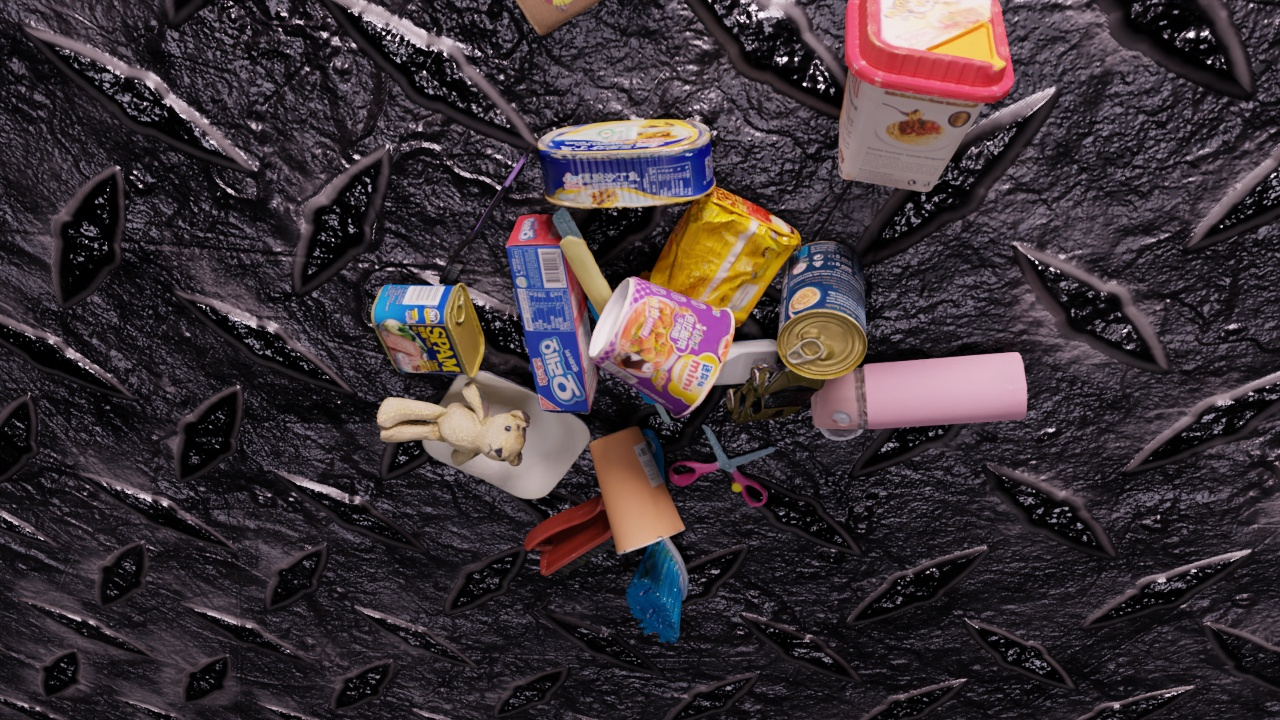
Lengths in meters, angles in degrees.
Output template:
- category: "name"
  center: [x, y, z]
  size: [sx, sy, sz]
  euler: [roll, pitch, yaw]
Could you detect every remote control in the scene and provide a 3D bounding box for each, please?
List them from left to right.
- category: "remote control"
  center: [0.075, 0.005, 0.913]
  size: [0.125, 0.024, 0.049]
  euler: [-4, 134, -13]

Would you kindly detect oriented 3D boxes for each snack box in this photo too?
- category: "snack box"
  center: [-0.083, -0.040, 0.899]
  size: [0.057, 0.058, 0.208]
  euler: [0, 130, 9]

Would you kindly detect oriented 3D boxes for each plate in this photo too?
- category: "plate"
  center: [-0.148, 0.078, 1.026]
  size: [0.163, 0.034, 0.165]
  euler: [27, 129, -14]

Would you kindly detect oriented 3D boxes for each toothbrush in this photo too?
- category: "toothbrush"
  center: [-0.144, -0.132, 0.861]
  size: [0.016, 0.014, 0.190]
  euler: [26, 129, -22]

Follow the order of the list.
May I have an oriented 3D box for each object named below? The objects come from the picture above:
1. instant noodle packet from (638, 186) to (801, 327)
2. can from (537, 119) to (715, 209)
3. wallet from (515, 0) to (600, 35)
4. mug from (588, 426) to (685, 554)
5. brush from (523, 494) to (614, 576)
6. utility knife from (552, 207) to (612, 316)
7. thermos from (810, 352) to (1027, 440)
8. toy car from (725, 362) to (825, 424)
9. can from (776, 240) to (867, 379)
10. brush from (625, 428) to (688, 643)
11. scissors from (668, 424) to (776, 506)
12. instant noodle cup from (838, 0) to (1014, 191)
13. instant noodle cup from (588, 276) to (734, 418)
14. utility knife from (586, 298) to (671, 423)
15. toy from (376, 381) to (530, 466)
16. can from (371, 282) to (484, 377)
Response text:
- category: "instant noodle packet"
  center: [0.071, -0.092, 0.839]
  size: [0.110, 0.044, 0.129]
  euler: [24, 132, -13]
- category: "can"
  center: [-0.012, -0.166, 0.770]
  size: [0.148, 0.074, 0.049]
  euler: [0, 127, 11]
- category: "wallet"
  center: [-0.053, -0.307, 0.685]
  size: [0.115, 0.033, 0.090]
  euler: [-19, 126, 28]
- category: "mug"
  center: [-0.008, 0.137, 0.986]
  size: [0.078, 0.078, 0.122]
  euler: [-23, 82, 26]
- category: "brush"
  center: [-0.073, 0.203, 1.102]
  size: [0.146, 0.063, 0.069]
  euler: [-35, 131, 31]
- category: "utility knife"
  center: [-0.042, -0.071, 0.836]
  size: [0.031, 0.019, 0.183]
  euler: [-4, 146, 21]
- category: "thermos"
  center: [0.269, 0.040, 0.903]
  size: [0.199, 0.067, 0.087]
  euler: [-7, 129, 13]
- category: "toy car"
  center: [0.131, 0.032, 0.892]
  size: [0.070, 0.042, 0.158]
  euler: [-6, 163, -9]
- category: "can"
  center: [0.162, -0.048, 0.818]
  size: [0.075, 0.110, 0.075]
  euler: [6, 131, 7]
- category: "brush"
  center: [0.017, 0.218, 1.091]
  size: [0.061, 0.109, 0.315]
  euler: [9, 140, 22]
- category: "scissors"
  center: [0.095, 0.122, 1.037]
  size: [0.134, 0.017, 0.133]
  euler: [-18, 121, 23]
- category: "instant noodle cup"
  center: [0.201, -0.202, 0.687]
  size: [0.116, 0.116, 0.124]
  euler: [9, 143, 2]
- category: "instant noodle cup"
  center: [0.015, -0.018, 0.819]
  size: [0.099, 0.111, 0.112]
  euler: [27, 129, -14]
- category: "utility knife"
  center: [-0.006, 0.006, 0.948]
  size: [0.034, 0.018, 0.182]
  euler: [21, 148, 46]
- category: "toy"
  center: [-0.197, 0.072, 0.964]
  size: [0.157, 0.066, 0.105]
  euler: [9, 114, -7]
- category: "can"
  center: [-0.212, -0.030, 0.924]
  size: [0.083, 0.057, 0.102]
  euler: [2, 140, 11]
